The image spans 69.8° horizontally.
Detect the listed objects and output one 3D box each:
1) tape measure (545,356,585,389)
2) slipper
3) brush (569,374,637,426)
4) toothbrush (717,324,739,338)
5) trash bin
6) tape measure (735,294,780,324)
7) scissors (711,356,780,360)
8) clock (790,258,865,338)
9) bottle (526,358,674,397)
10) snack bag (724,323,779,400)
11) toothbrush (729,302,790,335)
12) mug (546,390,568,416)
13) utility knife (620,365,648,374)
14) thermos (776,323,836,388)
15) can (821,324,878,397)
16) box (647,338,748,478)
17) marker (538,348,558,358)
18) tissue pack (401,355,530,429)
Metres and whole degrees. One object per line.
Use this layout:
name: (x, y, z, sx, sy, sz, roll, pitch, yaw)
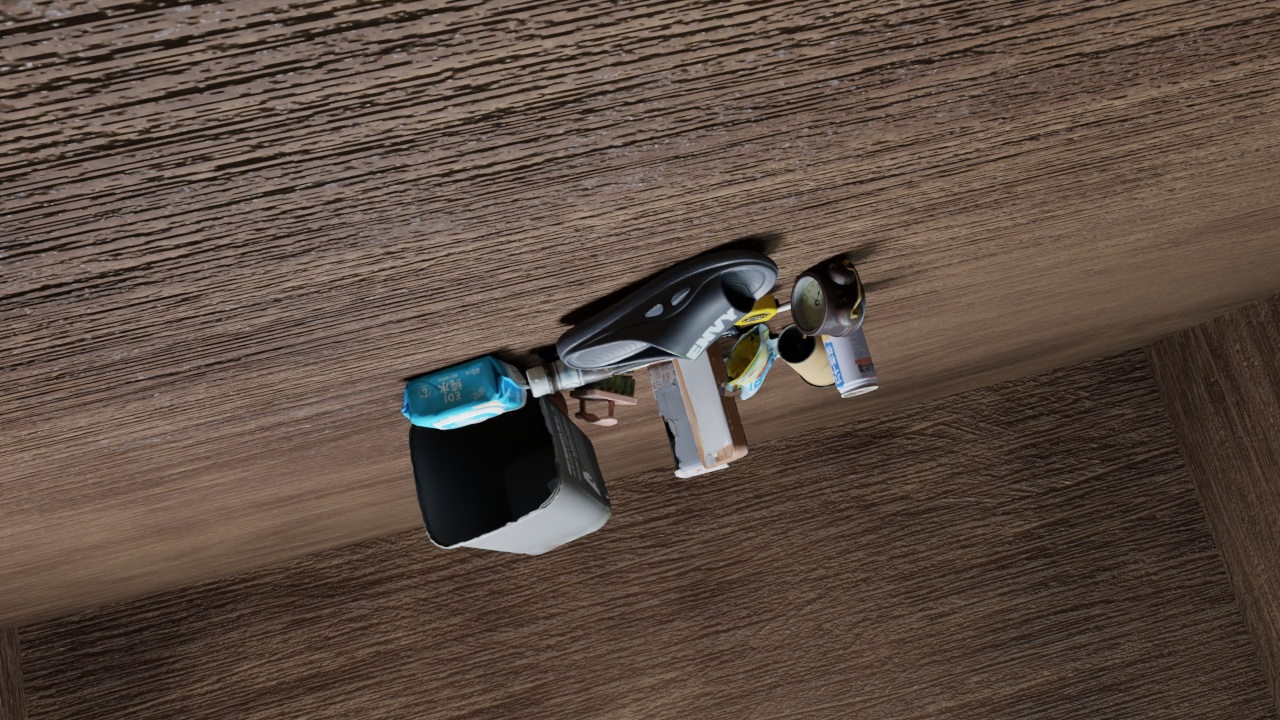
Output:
tape measure: (-0.090, 0.013, 1.191, 0.065, 0.033, 0.066, -11, 166, -10)
slipper: (0.031, -0.029, 0.963, 0.269, 0.083, 0.110, -24, 157, 28)
brush: (-0.060, 0.053, 1.272, 0.063, 0.073, 0.146, 12, 173, -21)
toothbrush: (0.025, -0.022, 1.189, 0.213, 0.026, 0.027, -15, 162, 22)
trash bin: (-0.159, 0.154, 1.228, 0.199, 0.198, 0.219, -25, 152, 13)
tape measure: (0.136, -0.064, 1.109, 0.060, 0.029, 0.057, -11, 169, -17)
scissors: (0.175, -0.004, 1.494, 0.175, 0.012, 0.163, -8, 166, -22)
clock: (0.222, -0.070, 1.059, 0.055, 0.082, 0.122, -3, 167, -23)
bottle: (-0.041, 0.001, 1.119, 0.194, 0.044, 0.080, -16, -177, -10)
snack bag: (0.169, 0.006, 1.366, 0.039, 0.110, 0.191, 24, 180, 20)
toothbrush: (0.188, -0.066, 1.199, 0.180, 0.016, 0.016, -19, 170, 21)
mug: (-0.175, 0.087, 1.346, 0.122, 0.078, 0.078, -3, 165, -29)
utility knife: (-0.007, 0.007, 1.246, 0.033, 0.015, 0.154, -10, -179, 14)
thermos: (0.262, -0.011, 1.390, 0.093, 0.093, 0.143, -20, 160, 25)
can: (0.271, -0.022, 1.215, 0.053, 0.134, 0.053, -14, 168, -3)
box: (0.080, 0.070, 1.316, 0.106, 0.177, 0.272, -14, 170, -7)
marker: (-0.067, -0.021, 1.107, 0.124, 0.015, 0.018, -14, 178, 15)
tissue pack: (-0.209, 0.042, 1.107, 0.140, 0.063, 0.090, -16, 168, 10)
